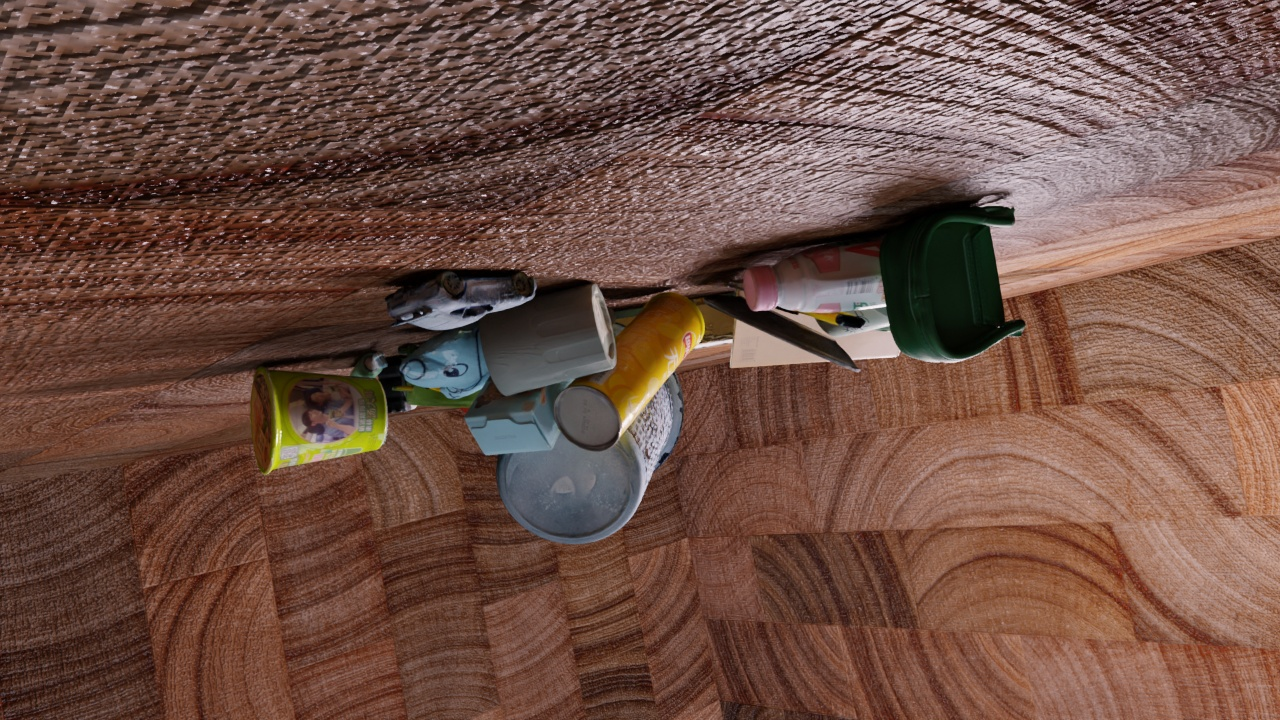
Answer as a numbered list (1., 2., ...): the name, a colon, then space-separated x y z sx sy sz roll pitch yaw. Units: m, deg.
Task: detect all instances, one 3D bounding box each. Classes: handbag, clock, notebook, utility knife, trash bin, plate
1. handbag: 0.274 -0.067 0.792 0.120 0.131 0.068 -14 -173 -14
2. clock: -0.225 0.027 1.114 0.116 0.056 0.161 3 179 9
3. notebook: 0.213 -0.044 1.078 0.211 0.012 0.150 -4 142 -1
4. utility knife: 0.148 -0.057 0.928 0.033 0.015 0.215 8 -170 -32
5. trash bin: -0.066 0.088 1.003 0.227 0.227 0.194 -11 -161 7
6. plate: 0.150 -0.035 0.963 0.179 0.024 0.179 23 -173 -3

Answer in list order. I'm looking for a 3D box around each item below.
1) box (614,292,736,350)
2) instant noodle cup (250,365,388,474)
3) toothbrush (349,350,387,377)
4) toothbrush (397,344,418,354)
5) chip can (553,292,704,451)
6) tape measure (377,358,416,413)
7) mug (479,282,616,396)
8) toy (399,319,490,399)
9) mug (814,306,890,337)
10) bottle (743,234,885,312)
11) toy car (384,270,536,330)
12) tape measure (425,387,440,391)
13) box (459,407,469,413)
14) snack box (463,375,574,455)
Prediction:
1. box: 0.032 -0.038 1.125 0.184 0.061 0.090 -8 176 -15
2. instant noodle cup: -0.339 0.061 0.976 0.123 0.111 0.112 -1 172 -34
3. toothbrush: -0.307 0.008 1.039 0.026 0.027 0.225 -29 -176 -23
4. toothbrush: -0.246 -0.009 1.092 0.017 0.012 0.185 -5 178 7
5. chip can: -0.005 0.005 0.909 0.072 0.072 0.212 -13 -159 32
6. tape measure: -0.297 0.031 1.130 0.033 0.066 0.066 -6 -177 6
7. mug: -0.079 -0.024 0.838 0.103 0.084 0.123 -13 -171 9
8. toy: -0.177 -0.002 0.942 0.161 0.050 0.157 -22 159 -33
9. mug: 0.250 -0.066 0.959 0.107 0.082 0.111 -14 139 44
10. bottle: 0.194 -0.078 0.846 0.197 0.068 0.068 -9 177 -10
11. toy car: -0.128 -0.043 0.669 0.054 0.037 0.120 -14 179 38
12. tape measure: -0.221 0.006 1.016 0.057 0.060 0.029 13 -176 11
13. box: -0.162 0.032 1.224 0.169 0.091 0.077 -12 136 37
14. snack box: -0.101 0.018 0.903 0.074 0.052 0.174 -8 -146 24
